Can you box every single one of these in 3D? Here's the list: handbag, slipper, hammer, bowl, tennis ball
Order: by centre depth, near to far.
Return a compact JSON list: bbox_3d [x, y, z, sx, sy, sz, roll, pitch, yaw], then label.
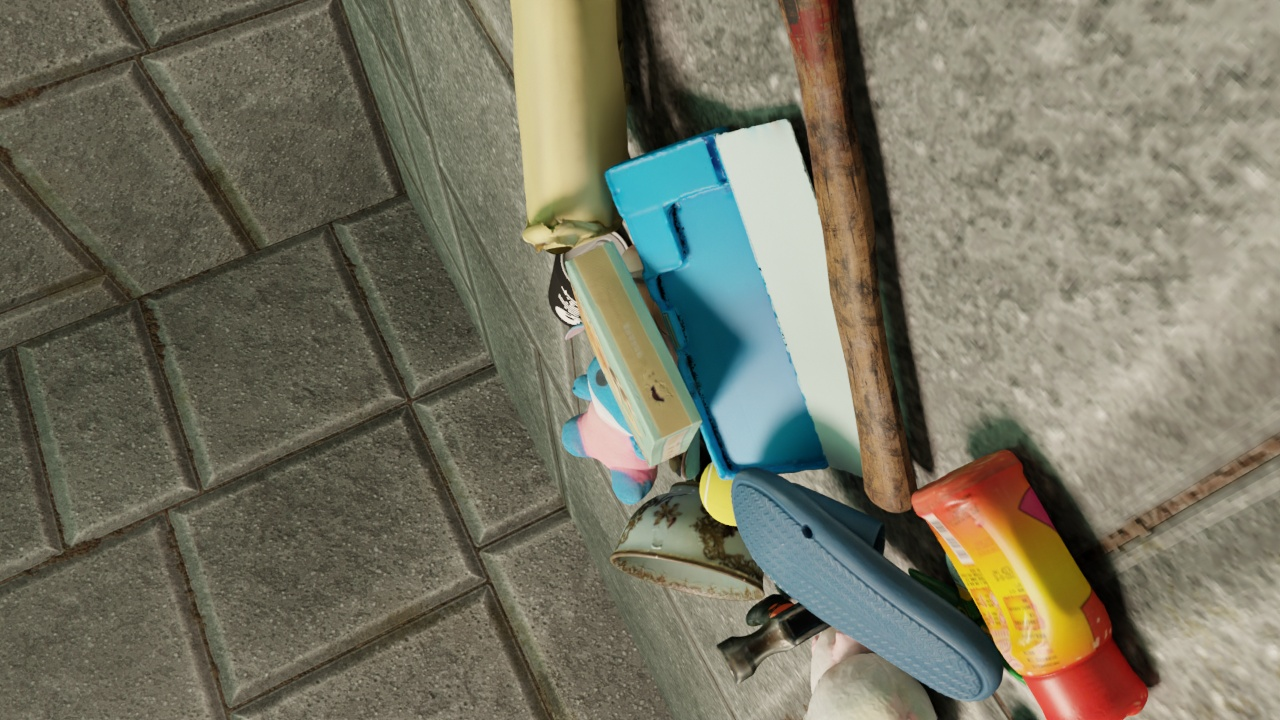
[{"bbox_3d":[0.111,-0.057,0.465,0.120,0.033,0.331,39,150,60],"label":"hammer"},{"bbox_3d":[0.141,0.133,0.594,0.214,0.059,0.104,33,150,36],"label":"slipper"},{"bbox_3d":[-0.048,-0.188,0.649,0.190,0.088,0.233,-95,4,-59],"label":"handbag"},{"bbox_3d":[0.123,0.220,0.796,0.033,0.133,0.333,60,175,13],"label":"hammer"},{"bbox_3d":[0.086,0.115,0.820,0.065,0.065,0.065,59,166,25],"label":"tennis ball"},{"bbox_3d":[0.056,0.181,0.947,0.160,0.160,0.093,97,-173,-67],"label":"bowl"},{"bbox_3d":[0.016,0.070,1.030,0.178,0.027,0.084,45,156,30],"label":"handbag"}]

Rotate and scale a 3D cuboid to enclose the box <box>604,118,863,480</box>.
[{"bbox_3d":[0.085,-0.033,0.608,0.176,0.059,0.243,-3,114,50],"label":"box"}]

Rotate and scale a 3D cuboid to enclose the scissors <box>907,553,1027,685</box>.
[{"bbox_3d":[0.197,0.145,0.555,0.127,0.011,0.123,29,141,66],"label":"scissors"}]

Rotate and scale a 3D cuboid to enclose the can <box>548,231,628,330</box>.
[{"bbox_3d":[-0.055,-0.086,0.976,0.080,0.080,0.146,64,167,7],"label":"can"}]

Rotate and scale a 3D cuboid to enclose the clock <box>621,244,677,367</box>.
[{"bbox_3d":[0.028,-0.040,0.783,0.116,0.058,0.158,56,164,34],"label":"clock"}]

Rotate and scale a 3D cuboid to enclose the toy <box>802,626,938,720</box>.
[{"bbox_3d":[0.173,0.276,0.724,0.179,0.101,0.139,-102,8,-62],"label":"toy"}]

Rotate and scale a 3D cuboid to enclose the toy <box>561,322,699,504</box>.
[{"bbox_3d":[-0.007,0.059,0.948,0.224,0.098,0.192,49,136,32],"label":"toy"}]

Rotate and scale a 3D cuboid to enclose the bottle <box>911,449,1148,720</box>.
[{"bbox_3d":[0.189,0.113,0.447,0.134,0.048,0.071,63,167,12],"label":"bottle"}]

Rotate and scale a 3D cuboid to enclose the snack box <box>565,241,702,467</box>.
[{"bbox_3d":[-0.004,0.004,0.712,0.194,0.044,0.141,92,152,-79],"label":"snack box"}]
